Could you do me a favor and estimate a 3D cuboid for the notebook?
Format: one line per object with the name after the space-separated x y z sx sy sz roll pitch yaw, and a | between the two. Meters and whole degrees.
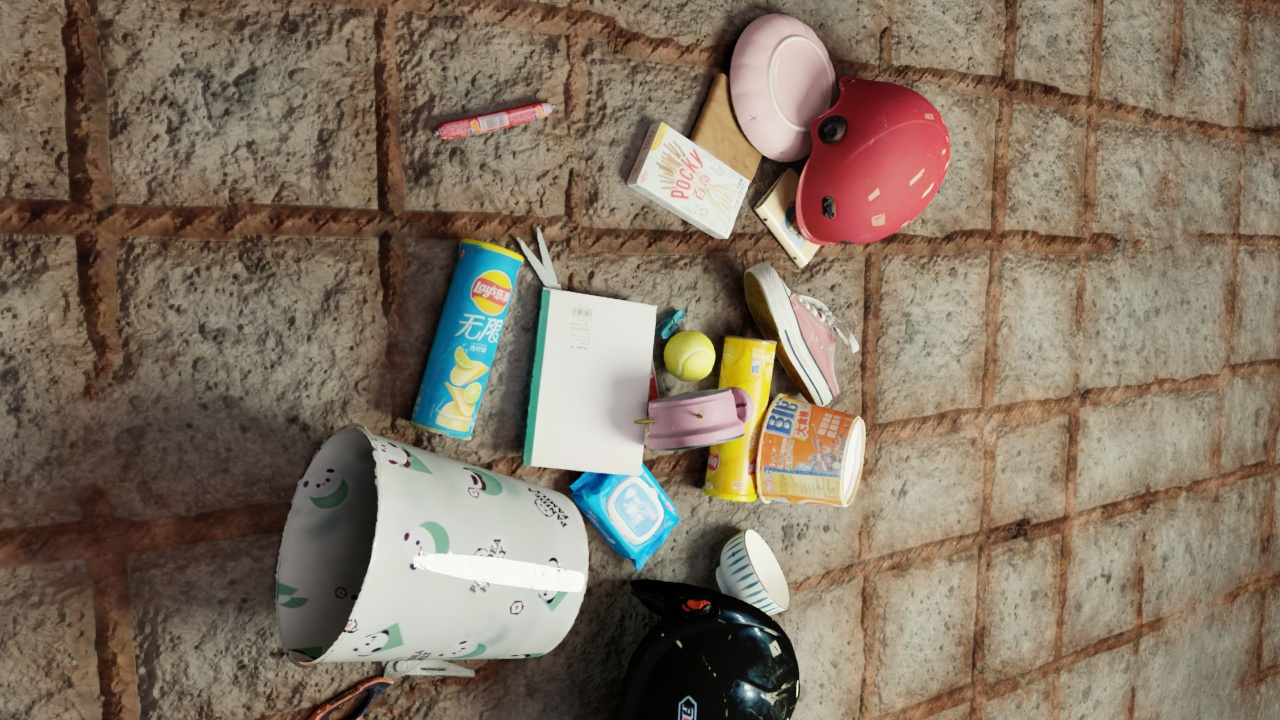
-0.058 0.027 1.089 0.150 0.012 0.209 8 86 -23 | notebook

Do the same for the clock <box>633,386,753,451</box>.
0.072 0.068 1.114 0.158 0.117 0.060 -9 90 -60 | clock

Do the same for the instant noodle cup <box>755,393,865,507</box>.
0.230 0.125 1.218 0.151 0.111 0.151 -31 125 -59 | instant noodle cup

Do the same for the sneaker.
0.219 -0.044 1.233 0.088 0.118 0.241 -36 120 -4 | sneaker

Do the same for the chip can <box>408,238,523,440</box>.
-0.191 -0.023 1.003 0.071 0.071 0.210 18 86 -32 | chip can

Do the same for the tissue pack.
-0.014 0.183 1.146 0.094 0.052 0.157 -44 116 -20 | tissue pack

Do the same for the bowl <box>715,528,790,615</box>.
0.144 0.292 1.234 0.066 0.116 0.116 -31 117 17 | bowl

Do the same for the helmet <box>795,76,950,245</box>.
0.322 -0.256 1.222 0.239 0.144 0.207 -60 138 -14 | helmet

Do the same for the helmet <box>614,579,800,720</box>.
0.072 0.399 1.122 0.274 0.230 0.233 0 97 -70 | helmet

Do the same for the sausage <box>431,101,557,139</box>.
-0.161 -0.268 1.024 0.155 0.020 0.020 -21 106 -28 | sausage

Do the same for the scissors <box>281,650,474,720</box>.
-0.289 0.344 1.020 0.223 0.015 0.189 -43 115 -21 | scissors

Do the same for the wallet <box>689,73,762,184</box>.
0.122 -0.299 1.194 0.115 0.020 0.101 26 82 -33 | wallet

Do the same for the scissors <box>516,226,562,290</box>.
-0.090 -0.077 1.092 0.144 0.012 0.170 2 96 -32 | scissors

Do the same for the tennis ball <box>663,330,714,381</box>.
0.062 -0.005 1.163 0.065 0.065 0.065 -4 98 -31 | tennis ball

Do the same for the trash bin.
-0.205 0.203 0.940 0.251 0.230 0.229 19 86 -37 | trash bin

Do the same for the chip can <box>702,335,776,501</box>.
0.132 0.076 1.212 0.072 0.072 0.213 8 91 -32 | chip can

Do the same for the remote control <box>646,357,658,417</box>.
-0.007 0.007 1.144 0.055 0.020 0.136 -19 106 -39 | remote control

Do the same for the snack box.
0.063 -0.225 1.162 0.156 0.027 0.084 26 82 -32 | snack box

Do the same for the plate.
0.199 -0.361 1.208 0.192 0.039 0.192 -3 94 -38 | plate

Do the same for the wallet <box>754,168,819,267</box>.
0.213 -0.198 1.260 0.087 0.024 0.115 -50 117 -12 | wallet

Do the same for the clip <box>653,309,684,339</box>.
0.036 -0.046 1.168 0.055 0.037 0.013 -47 119 -27 | clip
